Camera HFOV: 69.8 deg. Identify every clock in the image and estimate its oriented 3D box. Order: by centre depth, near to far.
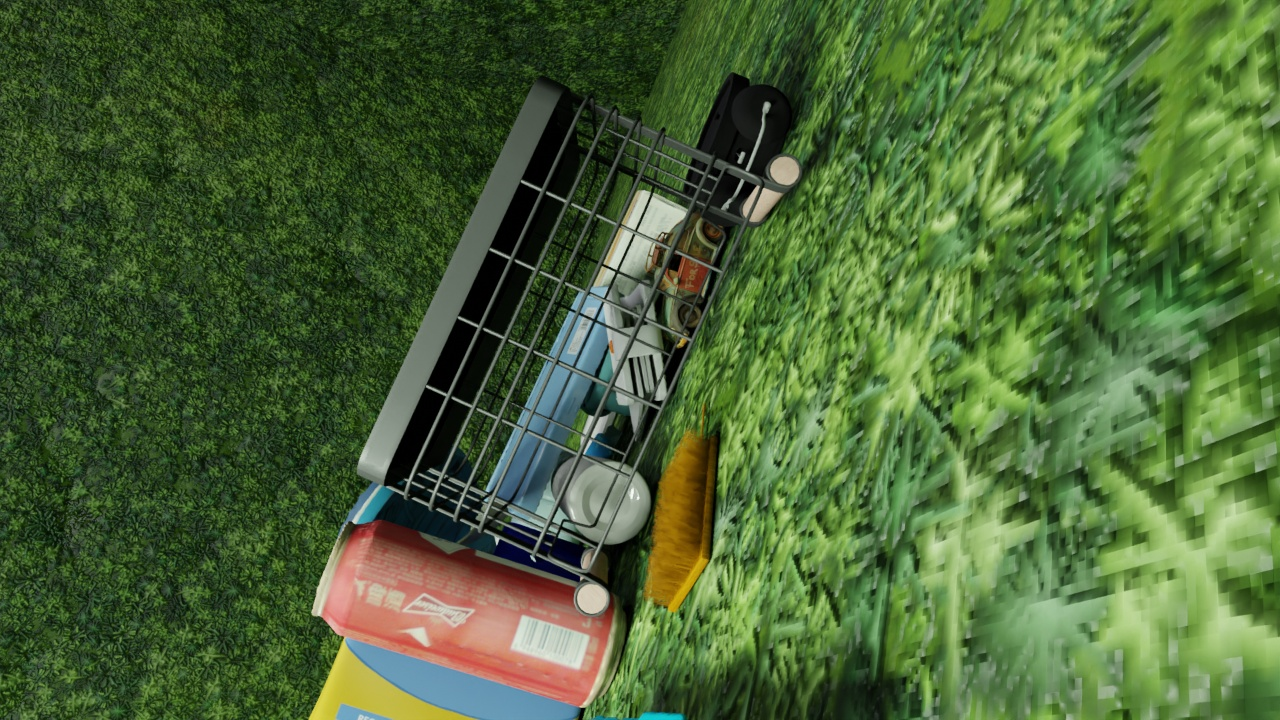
[{"bbox_3d":[0.063,-0.136,0.599,0.120,0.042,0.091,-91,22,-71],"label":"clock"},{"bbox_3d":[-0.021,0.008,0.813,0.124,0.053,0.090,150,140,-79],"label":"clock"}]

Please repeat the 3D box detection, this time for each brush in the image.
[{"bbox_3d":[0.023,0.064,0.469,0.126,0.017,0.048,-79,11,-52],"label":"brush"}]

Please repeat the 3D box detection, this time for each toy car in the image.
[{"bbox_3d":[0.028,-0.067,0.660,0.047,0.047,0.112,141,145,-81],"label":"toy car"}]

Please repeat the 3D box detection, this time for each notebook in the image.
[{"bbox_3d":[-0.040,0.049,1.022,0.209,0.009,0.143,-111,40,-79],"label":"notebook"}]

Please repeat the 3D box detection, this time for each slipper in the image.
[{"bbox_3d":[-0.140,0.142,0.688,0.118,0.060,0.295,-62,-13,-21],"label":"slipper"}]

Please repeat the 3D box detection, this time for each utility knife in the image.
[{"bbox_3d":[-0.050,0.111,0.890,0.015,0.031,0.175,-25,-22,-35],"label":"utility knife"}]

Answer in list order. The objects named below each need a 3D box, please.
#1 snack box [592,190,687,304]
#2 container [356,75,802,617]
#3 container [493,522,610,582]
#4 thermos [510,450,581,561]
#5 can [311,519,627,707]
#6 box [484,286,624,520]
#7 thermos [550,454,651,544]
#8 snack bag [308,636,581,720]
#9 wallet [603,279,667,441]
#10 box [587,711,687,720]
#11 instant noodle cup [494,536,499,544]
[{"bbox_3d":[-0.018,-0.065,0.915,0.104,0.057,0.208,-105,40,-78],"label":"snack box"},{"bbox_3d":[-0.030,-0.011,0.490,0.163,0.130,0.241,128,167,-88],"label":"container"},{"bbox_3d":[-0.080,0.184,0.658,0.085,0.084,0.113,156,135,-82],"label":"container"},{"bbox_3d":[-0.094,0.181,0.831,0.065,0.078,0.206,9,79,49],"label":"thermos"},{"bbox_3d":[-0.095,0.144,0.527,0.067,0.170,0.067,-162,92,-82],"label":"can"},{"bbox_3d":[-0.082,0.033,0.793,0.209,0.034,0.128,-66,19,-9],"label":"box"},{"bbox_3d":[-0.036,0.098,0.683,0.224,0.052,0.052,154,136,-80],"label":"thermos"},{"bbox_3d":[-0.126,0.237,0.560,0.102,0.159,0.205,157,134,-76],"label":"snack bag"},{"bbox_3d":[-0.004,0.004,0.688,0.118,0.037,0.115,157,105,-84],"label":"wallet"},{"bbox_3d":[-0.020,0.193,0.269,0.228,0.071,0.181,126,163,-66],"label":"box"},{"bbox_3d":[-0.151,0.242,0.957,0.122,0.123,0.123,-49,21,48],"label":"instant noodle cup"}]
